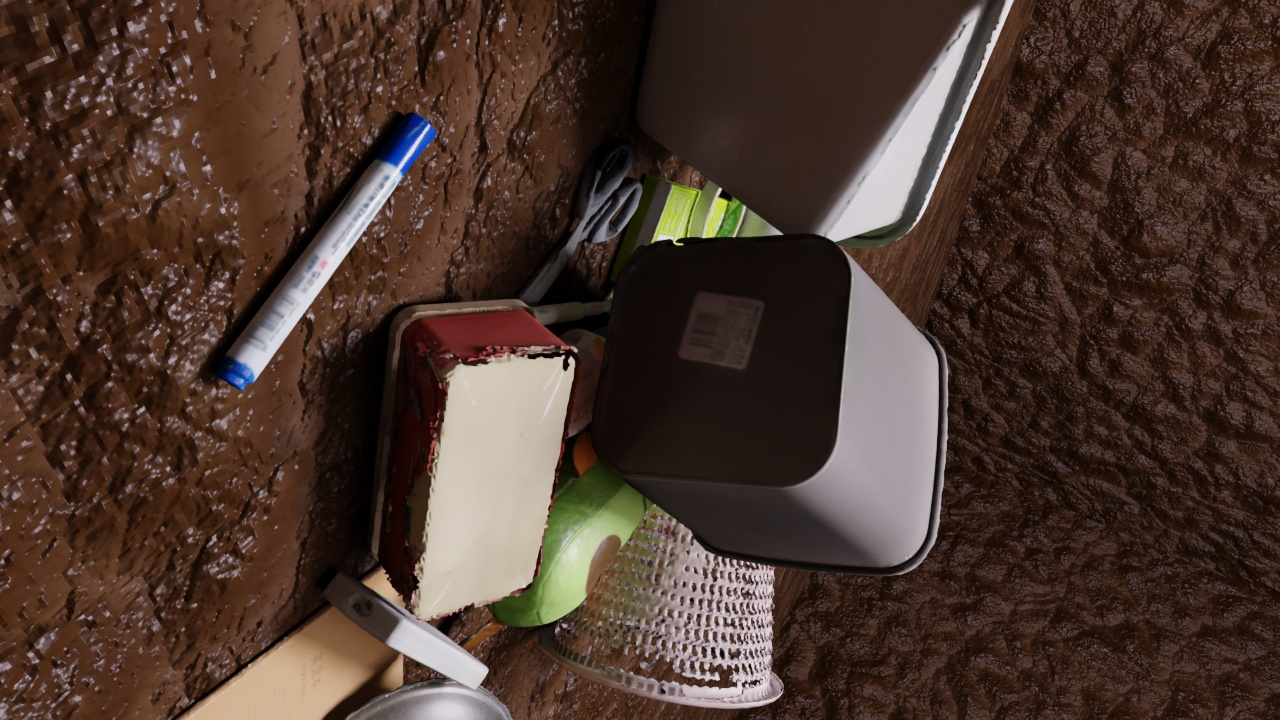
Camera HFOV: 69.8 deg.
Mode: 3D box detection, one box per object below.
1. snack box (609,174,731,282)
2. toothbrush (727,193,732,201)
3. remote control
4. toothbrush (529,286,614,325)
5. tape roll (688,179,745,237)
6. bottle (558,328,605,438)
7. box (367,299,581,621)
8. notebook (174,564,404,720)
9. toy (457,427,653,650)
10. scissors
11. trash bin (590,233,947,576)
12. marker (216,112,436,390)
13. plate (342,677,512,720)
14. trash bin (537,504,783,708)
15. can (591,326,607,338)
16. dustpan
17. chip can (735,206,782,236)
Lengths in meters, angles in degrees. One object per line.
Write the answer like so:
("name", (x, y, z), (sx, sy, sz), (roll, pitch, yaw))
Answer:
("snack box", (0.031, -0.099, 0.748), (0.156, 0.026, 0.086), (-10, 122, -65))
("toothbrush", (0.088, -0.145, 0.861), (0.186, 0.012, 0.017), (78, 30, -57))
("remote control", (-0.138, 0.167, 0.555), (0.019, 0.056, 0.135), (-54, 153, -18))
("toothbrush", (-0.047, -0.034, 0.623), (0.189, 0.020, 0.029), (-17, 92, -68))
("tape roll", (0.065, -0.119, 0.750), (0.085, 0.014, 0.086), (-51, 154, -37))
("bottle", (-0.062, 0.024, 0.605), (0.108, 0.063, 0.063), (-31, 143, -34))
("box", (-0.093, 0.060, 0.507), (0.091, 0.080, 0.169), (-7, 122, -36))
("notebook", (-0.212, 0.220, 0.529), (0.210, 0.012, 0.150), (-37, 144, -53))
("toy", (-0.056, 0.127, 0.696), (0.246, 0.090, 0.228), (-46, 161, -34))
("scissors", (-0.048, -0.067, 0.610), (0.146, 0.014, 0.172), (-9, 121, -65))
("trash bin", (0.089, 0.028, 0.623), (0.219, 0.199, 0.198), (37, 58, -57))
("marker", (-0.137, -0.050, 0.404), (0.145, 0.017, 0.017), (-59, 159, -17))
("plate", (-0.150, 0.296, 0.595), (0.179, 0.024, 0.179), (-13, 111, -38))
("trash bin", (0.035, 0.187, 0.844), (0.227, 0.228, 0.192), (21, 79, -70))
("can", (-0.004, 0.004, 0.718), (0.093, 0.066, 0.066), (-11, 122, -66))
("dustpan", (0.111, -0.187, 0.591), (0.142, 0.223, 0.258), (-24, 147, -44))
("chip can", (0.135, -0.186, 0.804), (0.071, 0.071, 0.215), (2, 103, -68))
